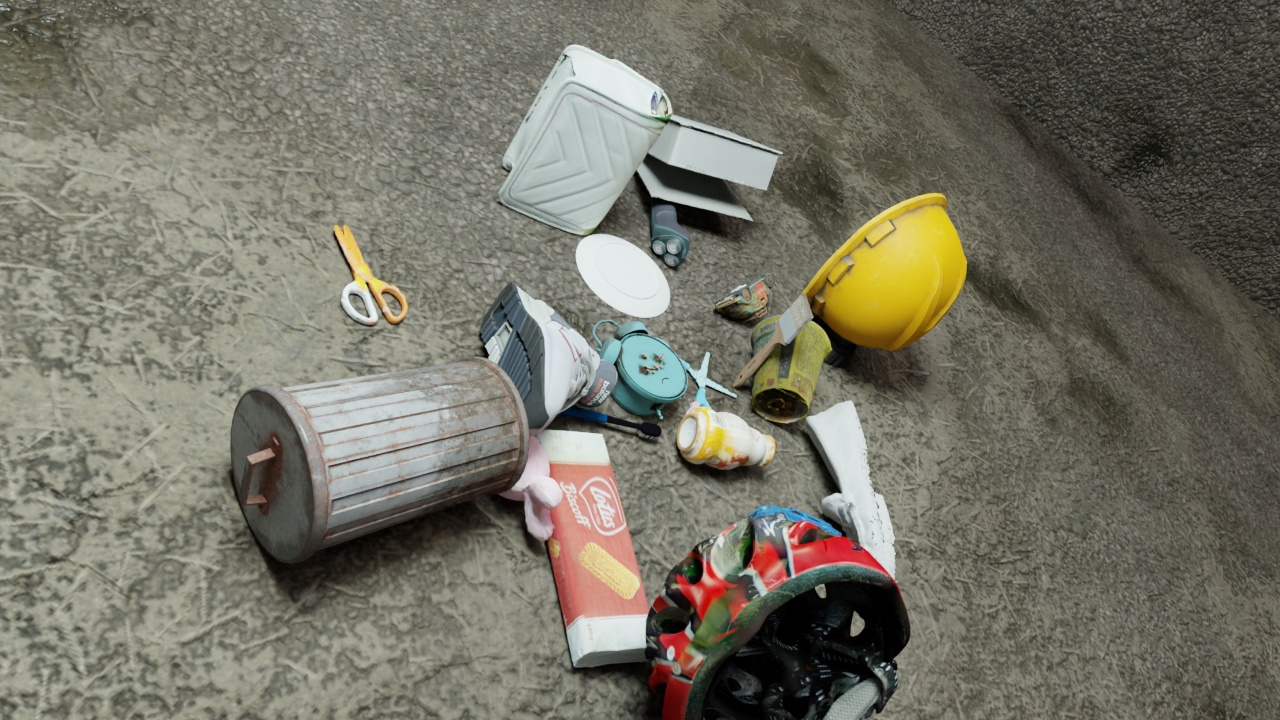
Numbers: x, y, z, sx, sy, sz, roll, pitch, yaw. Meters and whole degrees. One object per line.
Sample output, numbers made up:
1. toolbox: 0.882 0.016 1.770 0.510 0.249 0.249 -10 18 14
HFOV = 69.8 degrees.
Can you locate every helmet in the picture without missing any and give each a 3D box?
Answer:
1. helmet: 0.330 -0.087 1.203 0.204 0.256 0.131 -9 60 -44
2. helmet: 0.105 0.229 0.755 0.167 0.217 0.272 43 -4 40

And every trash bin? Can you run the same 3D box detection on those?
1. trash bin: -0.207 0.071 0.722 0.210 0.131 0.130 -12 62 -46

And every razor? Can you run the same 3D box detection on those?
1. razor: 0.035 -0.185 1.230 0.052 0.047 0.142 0 47 -8

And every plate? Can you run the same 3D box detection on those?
1. plate: -0.018 -0.109 1.137 0.134 0.011 0.134 22 43 -22

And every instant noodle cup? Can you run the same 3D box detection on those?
1. instant noodle cup: 0.178 0.015 1.122 0.102 0.102 0.108 29 49 -15

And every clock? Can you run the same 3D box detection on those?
1. clock: -0.006 0.006 1.006 0.124 0.053 0.089 45 38 5

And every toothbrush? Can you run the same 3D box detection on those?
1. toothbrush: -0.053 0.057 0.949 0.167 0.014 0.014 15 57 -24

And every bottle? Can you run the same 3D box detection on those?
1. bottle: 0.095 0.089 1.002 0.108 0.063 0.063 15 46 -28

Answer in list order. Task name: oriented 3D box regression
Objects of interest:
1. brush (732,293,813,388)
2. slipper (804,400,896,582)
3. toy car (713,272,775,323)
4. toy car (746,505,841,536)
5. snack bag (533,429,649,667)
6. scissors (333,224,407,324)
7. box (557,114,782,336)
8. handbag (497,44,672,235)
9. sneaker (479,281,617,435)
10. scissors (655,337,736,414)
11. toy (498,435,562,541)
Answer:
1. brush: 0.153 -0.015 1.082 0.008 0.143 0.045 23 34 -22
2. slipper: 0.243 0.158 1.052 0.112 0.075 0.246 45 28 -50
3. toy car: 0.144 -0.078 1.213 0.111 0.047 0.047 -34 101 -44
4. toy car: 0.162 0.186 0.977 0.120 0.056 0.043 22 36 -26
5. snack bag: -0.046 0.164 0.837 0.077 0.041 0.225 7 51 -32
6. scissors: -0.280 -0.086 0.903 0.070 0.013 0.130 -15 65 -46
7. box: 0.025 -0.178 1.355 0.168 0.405 0.171 8 34 -27
8. handbag: -0.068 -0.255 1.085 0.142 0.199 0.096 20 42 -25
9. sneaker: -0.078 0.009 0.887 0.124 0.089 0.239 29 18 -29
10. scissors: 0.056 0.023 1.076 0.135 0.015 0.134 34 34 -12
11. toy: -0.103 0.105 0.822 0.047 0.064 0.110 -2 43 -40
